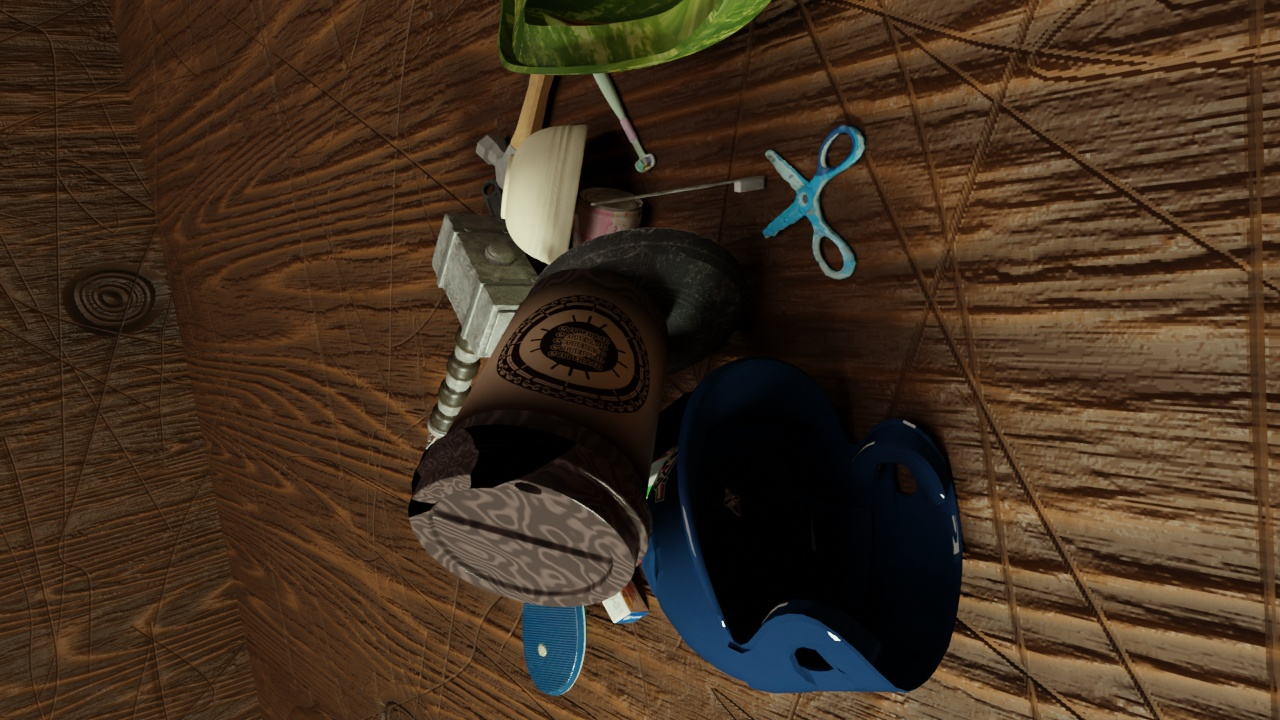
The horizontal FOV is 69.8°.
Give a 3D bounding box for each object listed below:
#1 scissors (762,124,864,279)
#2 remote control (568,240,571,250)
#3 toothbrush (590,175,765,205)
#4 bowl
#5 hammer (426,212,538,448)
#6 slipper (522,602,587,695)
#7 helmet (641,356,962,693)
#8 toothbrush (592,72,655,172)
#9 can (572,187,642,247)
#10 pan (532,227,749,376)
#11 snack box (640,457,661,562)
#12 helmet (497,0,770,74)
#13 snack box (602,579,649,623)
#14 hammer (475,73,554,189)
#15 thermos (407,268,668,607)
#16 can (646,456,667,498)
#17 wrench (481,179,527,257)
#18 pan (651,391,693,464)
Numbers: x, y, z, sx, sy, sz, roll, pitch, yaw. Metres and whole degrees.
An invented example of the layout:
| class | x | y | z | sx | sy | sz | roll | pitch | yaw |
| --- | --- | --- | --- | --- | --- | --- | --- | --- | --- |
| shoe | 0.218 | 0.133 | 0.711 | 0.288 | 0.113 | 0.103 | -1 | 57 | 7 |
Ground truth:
| class | x | y | z | sx | sy | sz | roll | pitch | yaw |
| --- | --- | --- | --- | --- | --- | --- | --- | --- | --- |
| scissors | 0.150 | -0.137 | 0.770 | 0.134 | 0.011 | 0.140 | 57 | 138 | 23 |
| remote control | -0.089 | -0.096 | 1.072 | 0.030 | 0.009 | 0.140 | 11 | 110 | 48 |
| toothbrush | 0.036 | -0.139 | 0.771 | 0.010 | 0.181 | 0.010 | 22 | 121 | 52 |
| bowl | -0.102 | -0.174 | 0.951 | 0.151 | 0.075 | 0.150 | -172 | 92 | -85 |
| hammer | -0.209 | -0.001 | 1.097 | 0.177 | 0.079 | 0.327 | 58 | 136 | 37 |
| slipper | -0.102 | 0.273 | 1.173 | 0.118 | 0.060 | 0.294 | -16 | 76 | 46 |
| helmet | 0.101 | 0.129 | 0.726 | 0.224 | 0.231 | 0.272 | -6 | 120 | 41 |
| toothbrush | -0.025 | -0.261 | 0.937 | 0.022 | 0.015 | 0.154 | -29 | 77 | 15 |
| can | -0.035 | -0.132 | 0.950 | 0.067 | 0.067 | 0.076 | 35 | 126 | 39 |
| pan | -0.006 | 0.005 | 0.897 | 0.358 | 0.207 | 0.040 | 96 | 168 | -54 |
| snack box | 0.002 | 0.175 | 1.040 | 0.133 | 0.021 | 0.089 | -43 | 69 | 48 |
| helmet | -0.002 | -0.341 | 0.709 | 0.242 | 0.247 | 0.213 | -89 | -8 | -55 |
| snack box | -0.046 | 0.235 | 1.075 | 0.026 | 0.082 | 0.150 | -33 | 70 | 4 |
| hammer | -0.102 | -0.328 | 0.993 | 0.131 | 0.039 | 0.329 | 45 | 132 | 30 |
| thermos | -0.061 | 0.049 | 0.712 | 0.173 | 0.225 | 0.173 | 9 | 137 | 8 |
| can | 0.054 | 0.165 | 0.922 | 0.088 | 0.087 | 0.140 | -42 | 69 | 48 |
| wrench | -0.142 | -0.107 | 1.097 | 0.073 | 0.018 | 0.273 | -30 | 66 | 16 |
| pan | -0.033 | 0.116 | 0.945 | 0.034 | 0.225 | 0.357 | 52 | 164 | 3 |
